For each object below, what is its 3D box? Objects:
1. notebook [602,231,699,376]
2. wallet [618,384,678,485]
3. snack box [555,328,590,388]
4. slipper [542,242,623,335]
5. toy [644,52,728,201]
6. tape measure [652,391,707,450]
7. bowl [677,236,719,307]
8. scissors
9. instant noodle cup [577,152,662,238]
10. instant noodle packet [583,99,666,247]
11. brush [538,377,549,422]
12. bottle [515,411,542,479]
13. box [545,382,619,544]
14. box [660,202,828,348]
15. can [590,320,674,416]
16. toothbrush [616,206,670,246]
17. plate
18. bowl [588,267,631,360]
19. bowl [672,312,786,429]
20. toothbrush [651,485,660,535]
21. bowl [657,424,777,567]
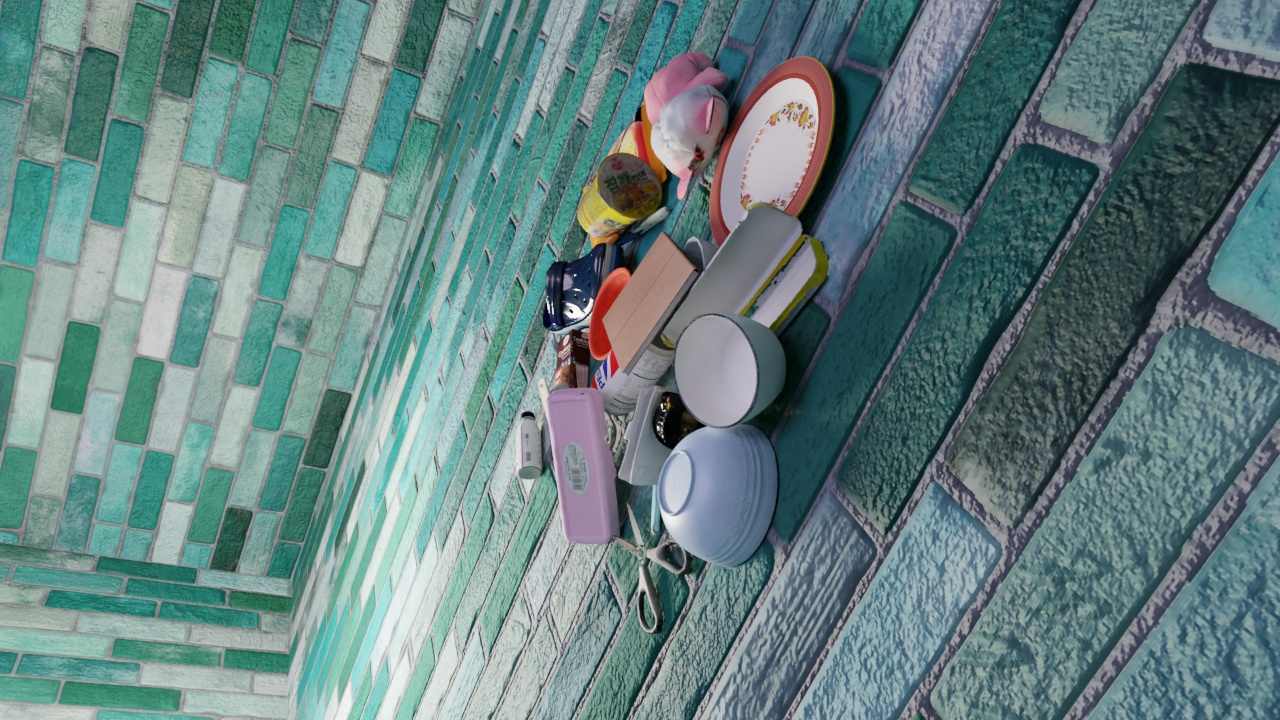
[{"bbox_3d":[0.007,-0.075,1.093,0.141,0.008,0.209,-55,18,11],"label":"notebook"},{"bbox_3d":[0.016,0.087,1.055,0.032,0.086,0.116,17,90,40],"label":"wallet"},{"bbox_3d":[-0.104,0.028,1.387,0.051,0.031,0.140,-38,44,52],"label":"snack box"},{"bbox_3d":[-0.105,-0.101,1.395,0.253,0.095,0.105,-32,46,60],"label":"slipper"},{"bbox_3d":[0.057,-0.311,1.183,0.142,0.084,0.212,-57,28,34],"label":"toy"},{"bbox_3d":[0.046,0.070,1.015,0.038,0.067,0.062,24,97,62],"label":"tape measure"},{"bbox_3d":[0.075,-0.088,1.059,0.106,0.039,0.106,-179,91,-75],"label":"bowl"},{"bbox_3d":[0.011,0.233,1.054,0.170,0.012,0.157,-30,54,52],"label":"scissors"},{"bbox_3d":[-0.038,-0.223,1.291,0.108,0.102,0.102,-33,47,58],"label":"instant noodle cup"},{"bbox_3d":[-0.029,-0.266,1.388,0.221,0.032,0.159,-46,45,46],"label":"instant noodle packet"},{"bbox_3d":[-0.120,0.118,1.338,0.033,0.012,0.217,-47,51,41],"label":"brush"},{"bbox_3d":[-0.180,0.133,1.478,0.041,0.041,0.115,-51,34,41],"label":"bottle"},{"bbox_3d":[-0.070,0.130,1.195,0.101,0.103,0.201,-5,98,22],"label":"box"},{"bbox_3d":[0.101,-0.058,0.961,0.211,0.080,0.083,-55,27,37],"label":"box"},{"bbox_3d":[-0.007,0.007,1.156,0.132,0.070,0.070,-53,33,39],"label":"can"},{"bbox_3d":[-0.012,-0.184,1.322,0.190,0.016,0.017,-26,50,54],"label":"toothbrush"},{"bbox_3d":[0.147,-0.221,1.020,0.231,0.021,0.229,-41,41,50],"label":"plate"},{"bbox_3d":[-0.023,-0.059,1.253,0.131,0.045,0.130,-41,41,50],"label":"bowl"},{"bbox_3d":[0.094,0.007,0.920,0.116,0.065,0.116,10,104,46],"label":"bowl"},{"bbox_3d":[0.019,0.121,1.106,0.016,0.016,0.180,134,141,-59],"label":"toothbrush"},{"bbox_3d":[0.066,0.131,0.935,0.151,0.074,0.150,-43,40,50],"label":"bowl"}]
